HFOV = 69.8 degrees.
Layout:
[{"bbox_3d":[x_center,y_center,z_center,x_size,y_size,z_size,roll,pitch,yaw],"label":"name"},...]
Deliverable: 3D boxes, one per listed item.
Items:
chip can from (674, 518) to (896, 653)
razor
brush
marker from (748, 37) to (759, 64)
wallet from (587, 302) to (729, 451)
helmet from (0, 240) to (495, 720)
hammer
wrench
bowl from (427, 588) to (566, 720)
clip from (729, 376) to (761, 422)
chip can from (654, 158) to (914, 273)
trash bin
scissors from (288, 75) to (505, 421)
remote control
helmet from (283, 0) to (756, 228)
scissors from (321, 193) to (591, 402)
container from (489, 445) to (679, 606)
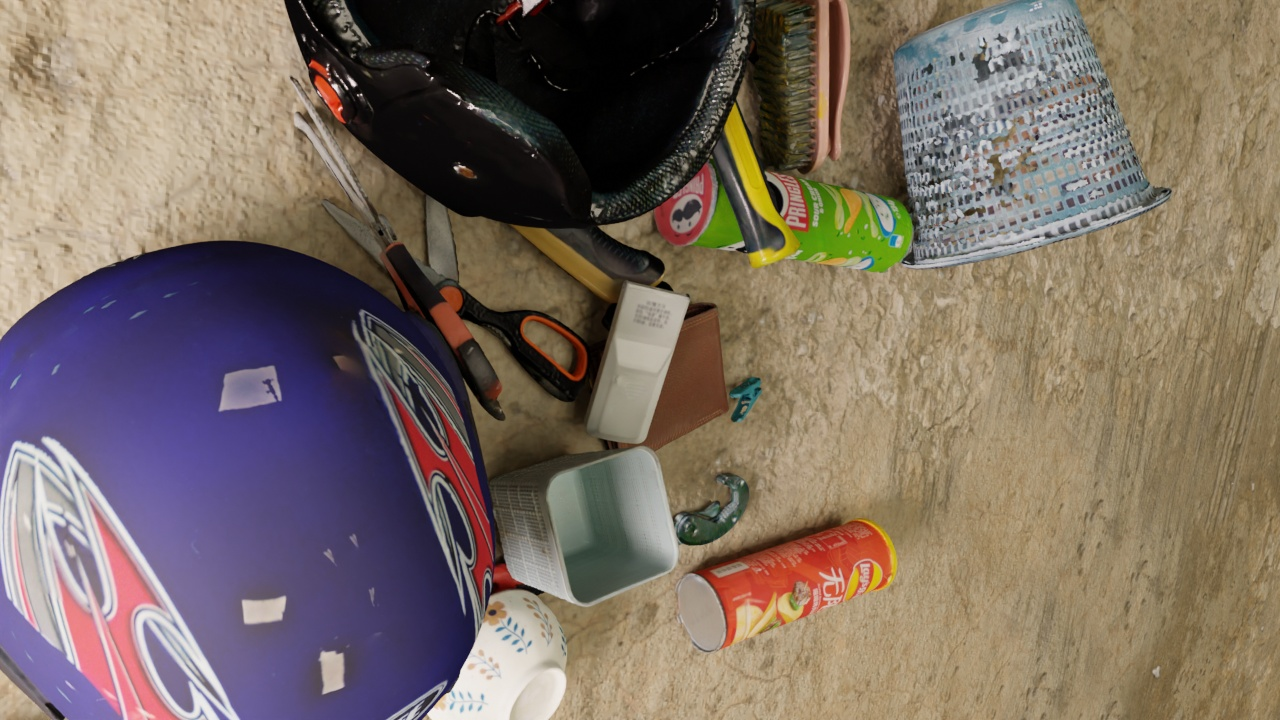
[{"bbox_3d":[0.136,0.200,0.834,0.216,0.073,0.073,-8,104,-34],"label":"chip can"},{"bbox_3d":[-0.041,-0.074,0.664,0.167,0.062,0.068,35,110,-30],"label":"razor"},{"bbox_3d":[0.133,-0.220,0.737,0.073,0.063,0.146,-21,123,-18],"label":"brush"},{"bbox_3d":[0.064,-0.263,0.718,0.123,0.015,0.018,26,86,-39],"label":"marker"},{"bbox_3d":[0.018,0.018,0.736,0.124,0.032,0.101,-24,116,-29],"label":"wallet"},{"bbox_3d":[-0.190,0.097,0.473,0.246,0.241,0.316,-28,116,-27],"label":"helmet"},{"bbox_3d":[0.035,-0.219,0.642,0.126,0.032,0.323,-24,96,-28],"label":"hammer"},{"bbox_3d":[-0.016,0.150,0.747,0.272,0.016,0.056,-14,108,-33],"label":"wrench"},{"bbox_3d":[-0.094,0.230,0.662,0.113,0.062,0.114,-28,131,-37],"label":"bowl"},{"bbox_3d":[0.091,0.030,0.788,0.055,0.013,0.038,-43,133,-53],"label":"clip"},{"bbox_3d":[0.125,-0.118,0.757,0.235,0.072,0.072,2,98,-37],"label":"chip can"},{"bbox_3d":[0.321,-0.206,0.810,0.226,0.227,0.195,-22,99,-31],"label":"trash bin"},{"bbox_3d":[-0.141,-0.055,0.537,0.015,0.189,0.226,-33,136,-16],"label":"scissors"},{"bbox_3d":[-0.004,0.004,0.669,0.049,0.024,0.125,11,113,-13],"label":"remote control"},{"bbox_3d":[-0.072,-0.196,0.502,0.274,0.231,0.233,41,71,-23],"label":"helmet"},{"bbox_3d":[-0.122,-0.024,0.633,0.228,0.022,0.221,11,89,-35],"label":"scissors"},{"bbox_3d":[-0.046,0.112,0.650,0.090,0.112,0.090,-14,94,-33],"label":"container"}]
